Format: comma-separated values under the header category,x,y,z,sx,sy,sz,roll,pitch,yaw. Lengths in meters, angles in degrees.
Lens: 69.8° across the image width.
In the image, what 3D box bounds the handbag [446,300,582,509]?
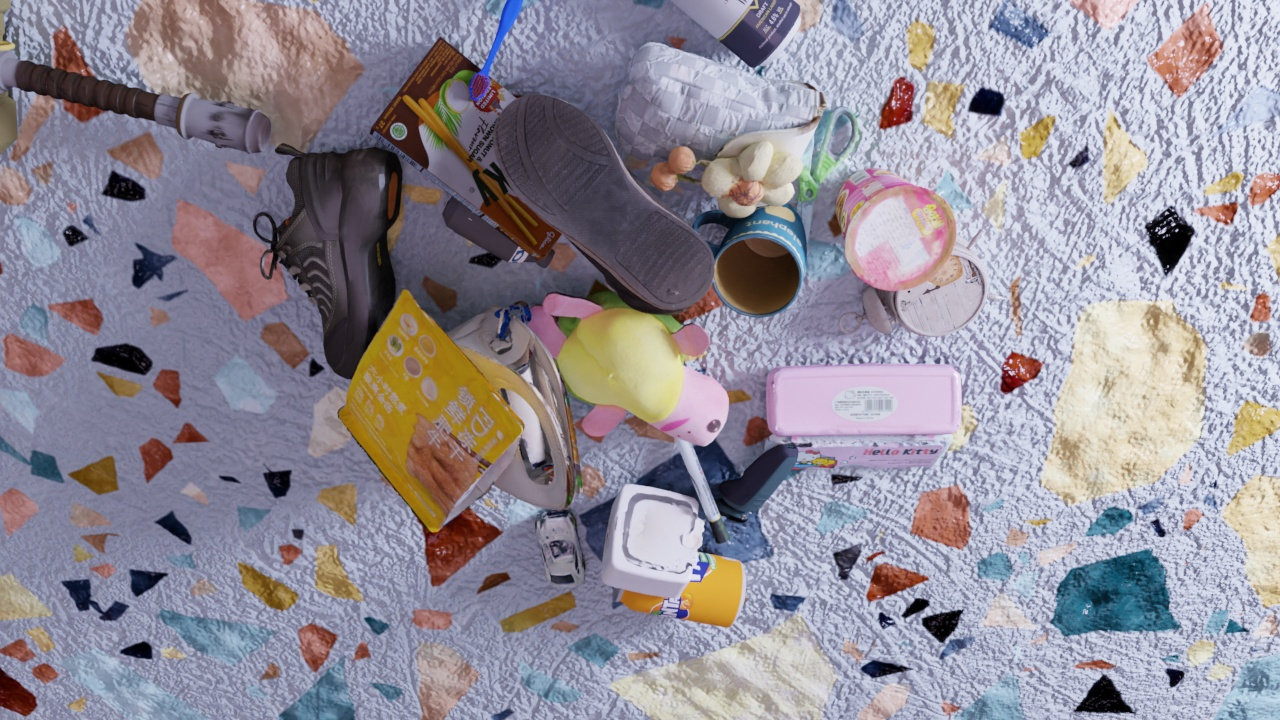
category,x,y,z,sx,sy,sz,roll,pitch,yaw
handbag,-0.109,0.046,0.891,0.092,0.200,0.201,-30,124,-27

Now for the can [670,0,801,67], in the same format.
category,x,y,z,sx,sy,sz,roll,pitch,yaw
can,0.072,-0.309,0.775,0.127,0.064,0.064,34,112,-17

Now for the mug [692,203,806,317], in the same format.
category,x,y,z,sx,sy,sz,roll,pitch,yaw
mug,0.102,-0.107,0.856,0.112,0.104,0.085,22,127,3

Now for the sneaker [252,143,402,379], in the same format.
category,x,y,z,sx,sy,sz,roll,pitch,yaw
sneaker,-0.311,-0.093,0.867,0.143,0.101,0.238,10,117,-4

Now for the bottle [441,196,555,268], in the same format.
category,x,y,z,sx,sy,sz,roll,pitch,yaw
bottle,-0.134,-0.124,0.880,0.112,0.047,0.047,29,114,-15

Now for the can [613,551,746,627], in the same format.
category,x,y,z,sx,sy,sz,roll,pitch,yaw
can,0.045,0.258,1.062,0.142,0.079,0.079,12,117,-7

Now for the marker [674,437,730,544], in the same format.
category,x,y,z,sx,sy,sz,roll,pitch,yaw
marker,0.065,0.133,1.008,0.017,0.017,0.146,-21,96,10

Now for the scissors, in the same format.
category,x,y,z,sx,sy,sz,roll,pitch,yaw
scissors,0.168,-0.160,0.883,0.078,0.032,0.176,0,122,-3

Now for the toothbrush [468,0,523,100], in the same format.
category,x,y,z,sx,sy,sz,roll,pitch,yaw
toothbrush,-0.106,-0.307,0.782,0.016,0.018,0.183,23,102,-18

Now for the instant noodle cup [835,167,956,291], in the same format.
category,x,y,z,sx,sy,sz,roll,pitch,yaw
instant noodle cup,0.225,-0.129,0.845,0.098,0.108,0.098,0,117,-1

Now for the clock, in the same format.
category,x,y,z,sx,sy,sz,roll,pitch,yaw
clock,0.271,-0.063,0.906,0.157,0.061,0.103,-24,115,10

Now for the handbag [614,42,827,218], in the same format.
category,x,y,z,sx,sy,sz,roll,pitch,yaw
handbag,0.059,-0.195,0.800,0.171,0.123,0.113,16,150,-6

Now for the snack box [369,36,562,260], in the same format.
category,x,y,z,sx,sy,sz,roll,pitch,yaw
snack box,-0.135,-0.188,0.830,0.186,0.032,0.101,37,82,-18

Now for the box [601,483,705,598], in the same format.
category,x,y,z,sx,sy,sz,roll,pitch,yaw
box,0.016,0.194,1.002,0.102,0.107,0.076,13,148,-5

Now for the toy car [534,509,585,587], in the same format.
category,x,y,z,sx,sy,sz,roll,pitch,yaw
toy car,-0.094,0.222,1.070,0.048,0.033,0.105,-7,116,5

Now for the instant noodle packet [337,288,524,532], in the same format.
category,x,y,z,sx,sy,sz,roll,pitch,yaw
instant noodle packet,-0.189,0.045,0.854,0.163,0.084,0.222,51,144,7

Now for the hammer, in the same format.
category,x,y,z,sx,sy,sz,roll,pitch,yaw
hammer,-0.488,-0.234,0.790,0.325,0.100,0.191,13,117,-7

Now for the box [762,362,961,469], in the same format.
category,x,y,z,sx,sy,sz,roll,pitch,yaw
box,0.233,0.070,0.972,0.201,0.073,0.150,-1,118,1

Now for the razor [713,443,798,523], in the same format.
category,x,y,z,sx,sy,sz,roll,pitch,yaw
razor,0.125,0.131,0.995,0.047,0.052,0.143,6,140,-28

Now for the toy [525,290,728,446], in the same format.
category,x,y,z,sx,sy,sz,roll,pitch,yaw
toy,-0.005,0.005,0.925,0.238,0.087,0.191,33,124,-17

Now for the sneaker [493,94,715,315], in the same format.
category,x,y,z,sx,sy,sz,roll,pitch,yaw
sneaker,-0.033,-0.130,0.811,0.235,0.120,0.095,39,86,3
